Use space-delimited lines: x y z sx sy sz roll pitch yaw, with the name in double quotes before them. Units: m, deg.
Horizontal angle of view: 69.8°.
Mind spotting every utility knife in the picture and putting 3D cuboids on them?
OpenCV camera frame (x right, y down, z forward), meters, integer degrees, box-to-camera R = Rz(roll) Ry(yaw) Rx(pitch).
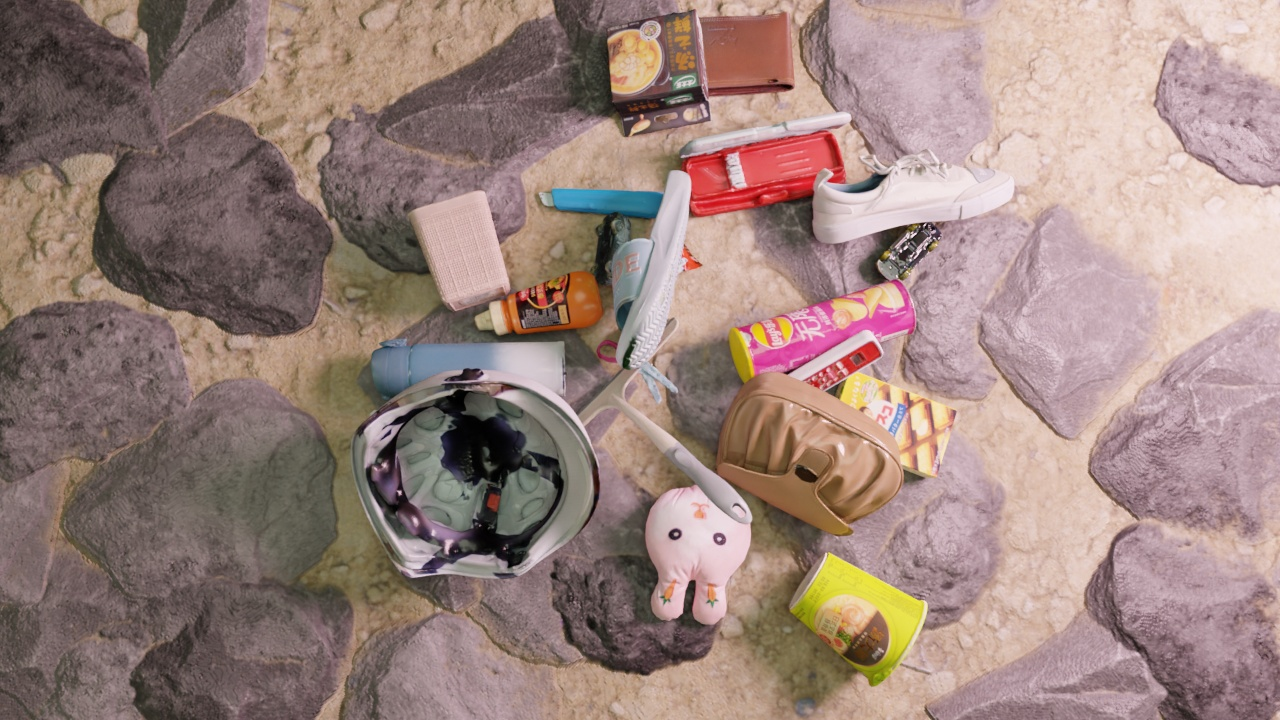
"utility knife" -0.044 -0.193 1.117 0.159 0.018 0.034 3 78 -1

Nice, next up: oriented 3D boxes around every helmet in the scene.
"helmet" -0.168 0.108 0.991 0.259 0.145 0.229 -15 107 6

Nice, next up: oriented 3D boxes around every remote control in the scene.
"remote control" 0.216 0.013 1.067 0.136 0.056 0.020 -32 54 13

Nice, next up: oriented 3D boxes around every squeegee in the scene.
"squeegee" 0.030 0.096 1.017 0.246 0.039 0.246 -45 61 -8

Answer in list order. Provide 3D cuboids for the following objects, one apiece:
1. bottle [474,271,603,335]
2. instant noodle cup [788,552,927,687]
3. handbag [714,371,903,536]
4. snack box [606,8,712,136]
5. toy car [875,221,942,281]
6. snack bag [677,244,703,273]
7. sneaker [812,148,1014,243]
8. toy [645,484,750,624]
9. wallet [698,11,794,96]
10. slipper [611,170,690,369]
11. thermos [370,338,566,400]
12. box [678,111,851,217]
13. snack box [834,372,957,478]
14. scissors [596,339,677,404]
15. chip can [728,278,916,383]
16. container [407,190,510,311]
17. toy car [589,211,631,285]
"bottle" -0.121 -0.060 1.074 0.149 0.067 0.066 -13 83 1
"instant noodle cup" 0.237 0.282 1.028 0.123 0.112 0.111 33 81 10
"handbag" 0.186 0.111 1.033 0.204 0.099 0.148 27 117 1
"snack box" 0.023 -0.349 1.115 0.113 0.053 0.125 -8 77 12
"toy car" 0.327 -0.133 1.123 0.042 0.035 0.090 44 82 4
"snack bag" 0.020 -0.107 1.103 0.104 0.026 0.048 -32 65 -7
"sneaker" 0.322 -0.211 1.095 0.242 0.089 0.091 -12 116 0
"toy" 0.064 0.222 1.049 0.121 0.054 0.159 5 90 -3
"wallet" 0.131 -0.386 1.149 0.124 0.032 0.101 -5 80 -4
"slipper" 0.006 -0.110 1.040 0.074 0.104 0.245 13 69 5
"thermos" -0.195 0.010 1.054 0.220 0.070 0.070 0 82 -4
"box" 0.151 -0.242 1.094 0.201 0.102 0.095 -12 82 -5
"snack box" 0.296 0.076 1.094 0.140 0.034 0.086 21 80 1
"scissors" -0.007 0.008 1.056 0.083 0.017 0.137 -20 46 -2
"chip can" 0.214 -0.034 1.084 0.210 0.071 0.071 -17 83 -7
"container" -0.204 -0.123 1.062 0.090 0.090 0.111 -18 87 -7
"toy car" -0.034 -0.133 1.098 0.034 0.043 0.090 17 74 -35
